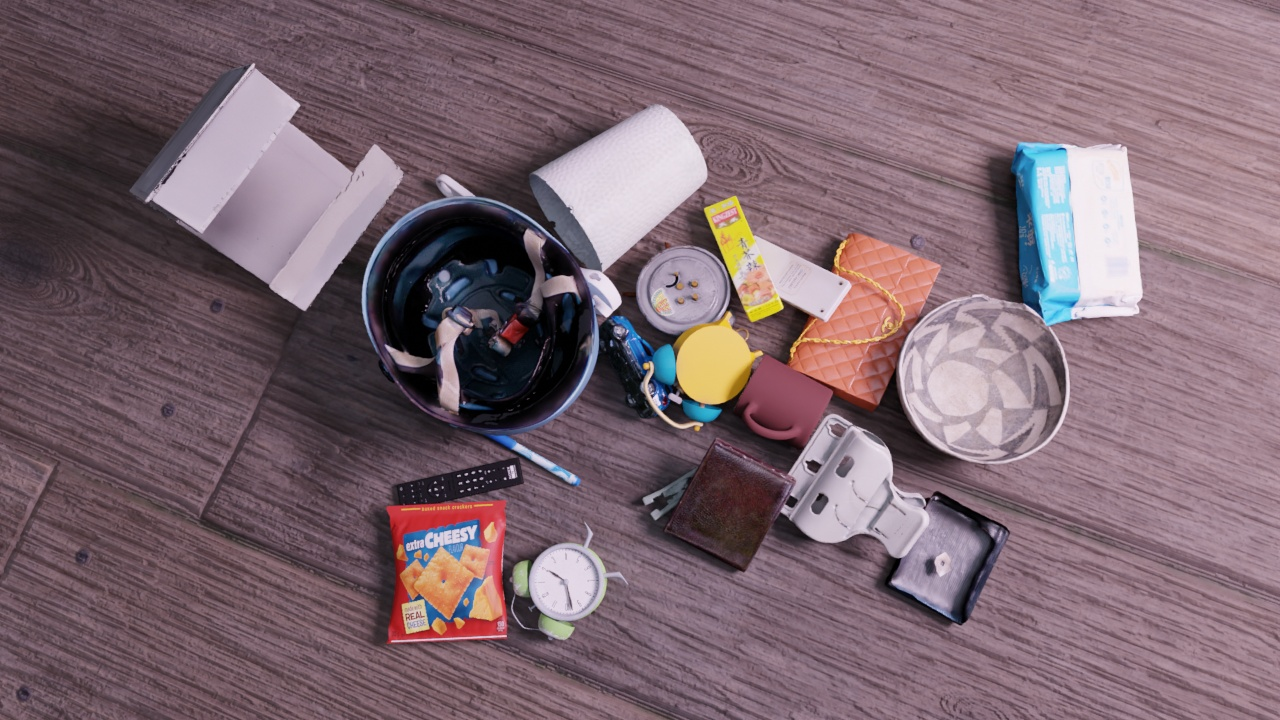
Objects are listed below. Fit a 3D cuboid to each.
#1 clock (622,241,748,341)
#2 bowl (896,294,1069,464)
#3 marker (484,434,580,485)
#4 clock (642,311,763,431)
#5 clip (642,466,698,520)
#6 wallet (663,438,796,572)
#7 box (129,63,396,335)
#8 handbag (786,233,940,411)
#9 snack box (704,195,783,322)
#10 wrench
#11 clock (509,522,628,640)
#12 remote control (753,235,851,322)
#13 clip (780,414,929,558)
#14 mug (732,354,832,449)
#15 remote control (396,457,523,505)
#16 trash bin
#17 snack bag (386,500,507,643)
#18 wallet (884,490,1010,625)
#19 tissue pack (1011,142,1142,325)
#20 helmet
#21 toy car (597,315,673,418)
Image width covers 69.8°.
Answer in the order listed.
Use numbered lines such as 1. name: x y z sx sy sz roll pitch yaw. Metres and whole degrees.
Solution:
1. clock: 0.059 -0.066 1.024 0.148 0.056 0.104 38 83 12
2. bowl: 0.351 0.025 0.974 0.178 0.081 0.178 0 78 -1
3. marker: -0.129 0.102 1.022 0.142 0.013 0.013 29 81 8
4. clock: 0.064 0.012 0.981 0.129 0.044 0.099 -41 106 -6
5. clip: 0.040 0.144 0.998 0.076 0.023 0.045 -31 80 -1
6. wallet: 0.094 0.153 0.967 0.099 0.031 0.120 27 107 0
7. box: -0.394 -0.167 1.031 0.172 0.380 0.167 30 81 26
8. handbag: 0.243 -0.046 1.009 0.109 0.060 0.171 25 81 12
9. snack box: 0.114 -0.115 1.022 0.040 0.029 0.147 -23 62 8
10. wrench: -0.132 -0.135 1.051 0.273 0.066 0.018 36 67 14
11. clock: -0.082 0.240 0.975 0.119 0.042 0.094 -34 77 -4
12. remote control: 0.164 -0.092 1.017 0.136 0.011 0.050 33 85 34
13. clip: 0.225 0.140 0.953 0.144 0.075 0.125 33 110 7
14. mug: 0.146 0.052 0.973 0.082 0.105 0.073 29 126 9
15. remote control: -0.200 0.137 1.020 0.140 0.009 0.030 -13 78 1
16. trash bin: -0.020 -0.196 1.023 0.161 0.133 0.133 -37 79 -10
17. snack bag: -0.207 0.226 0.986 0.131 0.039 0.144 -3 78 3
18. wallet: 0.321 0.207 0.966 0.089 0.026 0.115 28 81 9
19. tissue pack: 0.479 -0.140 1.010 0.117 0.066 0.209 -3 79 2
20. helmet: -0.165 -0.038 0.973 0.225 0.167 0.265 -39 80 -7
21. toy car: -0.006 0.006 1.016 0.043 0.056 0.120 -26 82 -28
